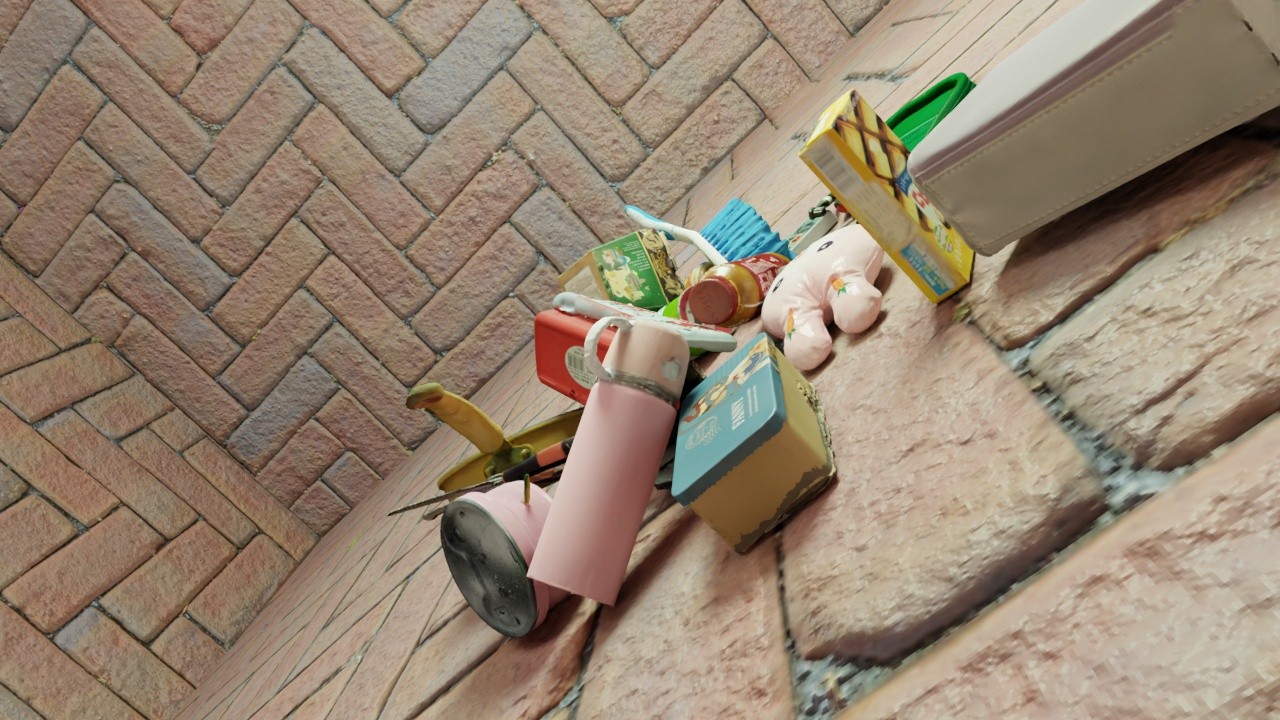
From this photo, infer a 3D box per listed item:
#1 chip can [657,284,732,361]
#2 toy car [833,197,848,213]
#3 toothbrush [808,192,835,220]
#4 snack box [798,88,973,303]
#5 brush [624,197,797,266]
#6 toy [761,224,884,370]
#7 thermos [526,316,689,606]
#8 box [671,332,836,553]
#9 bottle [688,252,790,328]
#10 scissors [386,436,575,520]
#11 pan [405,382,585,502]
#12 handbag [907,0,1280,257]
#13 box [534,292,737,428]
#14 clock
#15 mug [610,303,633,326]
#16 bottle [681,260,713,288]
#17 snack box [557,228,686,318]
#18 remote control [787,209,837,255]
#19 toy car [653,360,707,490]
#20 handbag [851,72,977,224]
[{"bbox_3d":[0.009,-0.008,1.060,0.237,0.072,0.072,-33,15,51],"label":"chip can"},{"bbox_3d":[0.251,-0.200,0.982,0.107,0.031,0.049,-46,8,34],"label":"toy car"},{"bbox_3d":[0.213,-0.179,1.028,0.017,0.012,0.185,-10,14,24],"label":"toothbrush"},{"bbox_3d":[0.172,-0.114,0.627,0.034,0.140,0.086,-35,12,37],"label":"snack box"},{"bbox_3d":[0.073,-0.149,1.063,0.109,0.060,0.314,-42,38,6],"label":"brush"},{"bbox_3d":[0.151,-0.054,0.746,0.121,0.054,0.159,-41,18,21],"label":"toy"},{"bbox_3d":[-0.025,0.066,0.652,0.067,0.087,0.198,3,71,51],"label":"thermos"},{"bbox_3d":[0.072,0.050,0.598,0.090,0.062,0.184,-43,8,14],"label":"box"},{"bbox_3d":[0.094,-0.064,0.838,0.058,0.057,0.174,-40,-8,27],"label":"bottle"},{"bbox_3d":[-0.102,0.098,0.775,0.222,0.015,0.189,-12,-14,-28],"label":"scissors"},{"bbox_3d":[-0.127,0.076,0.858,0.198,0.078,0.357,-27,-10,5],"label":"pan"},{"bbox_3d":[0.273,-0.158,0.530,0.144,0.098,0.198,-53,11,-31],"label":"handbag"},{"bbox_3d":[-0.007,-0.008,0.813,0.101,0.095,0.202,-12,19,-31],"label":"box"},{"bbox_3d":[-0.110,0.158,0.735,0.059,0.117,0.159,-25,-6,-41],"label":"clock"},{"bbox_3d":[-0.006,0.006,0.961,0.081,0.106,0.115,-46,10,-12],"label":"mug"},{"bbox_3d":[0.036,-0.051,1.151,0.219,0.065,0.065,-34,14,49],"label":"bottle"},{"bbox_3d":[-0.028,-0.085,1.079,0.105,0.118,0.118,-15,-12,-40],"label":"snack box"},{"bbox_3d":[0.163,-0.116,1.031,0.135,0.019,0.056,-46,10,-8],"label":"remote control"},{"bbox_3d":[0.032,0.056,0.775,0.070,0.042,0.158,-38,23,18],"label":"toy car"},{"bbox_3d":[0.249,-0.182,0.812,0.120,0.068,0.132,-51,12,-30],"label":"handbag"}]
